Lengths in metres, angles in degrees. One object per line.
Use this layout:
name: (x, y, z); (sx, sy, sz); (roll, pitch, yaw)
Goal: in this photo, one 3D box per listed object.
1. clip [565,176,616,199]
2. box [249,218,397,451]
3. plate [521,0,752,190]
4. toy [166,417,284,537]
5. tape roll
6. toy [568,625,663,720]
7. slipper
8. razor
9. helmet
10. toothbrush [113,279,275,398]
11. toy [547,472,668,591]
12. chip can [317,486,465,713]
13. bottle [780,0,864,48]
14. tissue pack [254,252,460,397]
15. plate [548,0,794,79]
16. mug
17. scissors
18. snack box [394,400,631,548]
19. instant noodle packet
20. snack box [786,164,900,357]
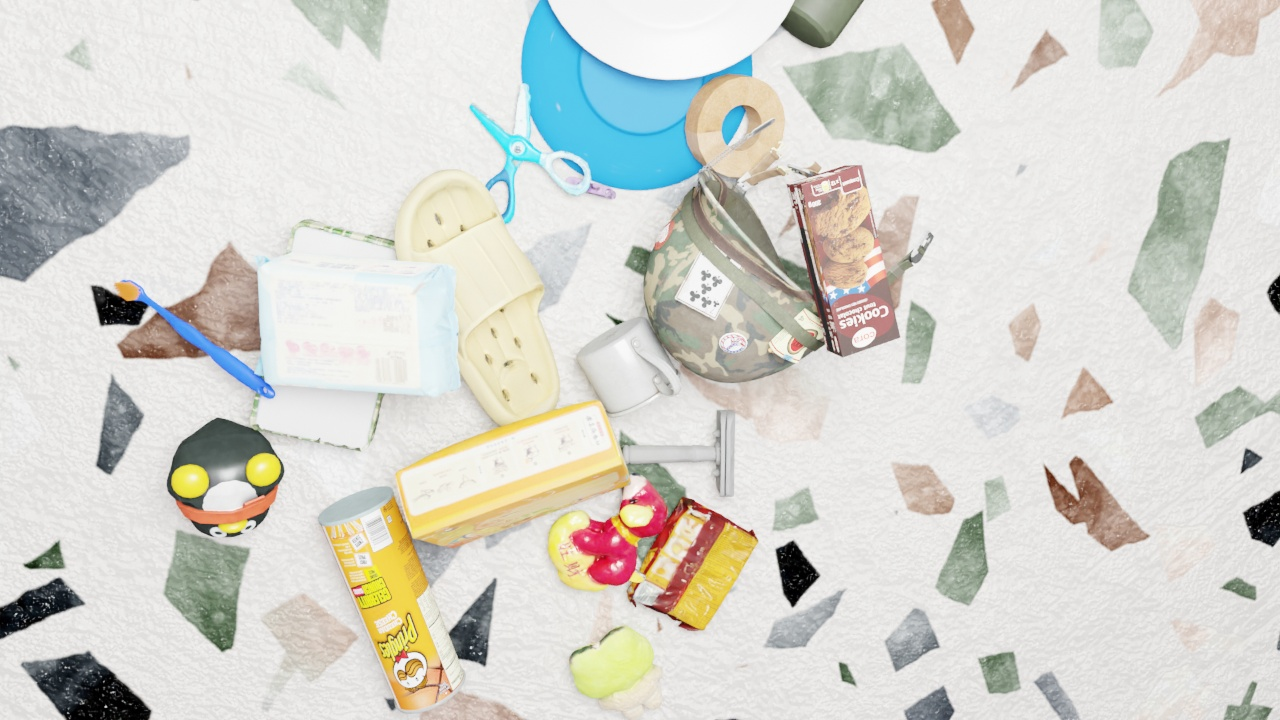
clip: (-0.044, -0.166, 0.891); (0.050, 0.046, 0.014); (19, 98, 32)
box: (-0.289, -0.022, 0.867); (0.117, 0.050, 0.205); (12, 100, -14)
plate: (0.000, -0.275, 0.869); (0.224, 0.024, 0.224); (-2, 102, -9)
toy: (-0.387, 0.119, 0.859); (0.097, 0.099, 0.119); (-8, 128, -26)
tape roll: (0.091, -0.225, 0.880); (0.094, 0.027, 0.094); (-9, 115, -20)
toy: (-0.020, 0.341, 0.990); (0.092, 0.046, 0.115); (-32, 112, 0)
slipper: (-0.138, -0.047, 0.851); (0.111, 0.079, 0.261); (-31, 113, -25)
razor: (0.040, 0.097, 0.951); (0.116, 0.047, 0.088); (-1, 102, -1)
helmet: (0.113, -0.088, 0.836); (0.236, 0.192, 0.224); (-32, 147, 1)
toothbrush: (-0.406, -0.020, 0.836); (0.182, 0.018, 0.016); (36, 102, 5)
toy: (-0.029, 0.187, 0.947); (0.137, 0.067, 0.105); (-37, 97, 5)
chip can: (-0.245, 0.238, 0.915); (0.075, 0.075, 0.215); (-18, 104, -5)
bottle: (0.208, -0.395, 0.853); (0.071, 0.071, 0.207); (34, 95, -14)
tissue pack: (-0.248, -0.032, 0.797); (0.182, 0.069, 0.112); (5, 110, 6)
plate: (0.028, -0.374, 0.821); (0.242, 0.016, 0.242); (0, 89, 1)
mug: (-0.005, 0.005, 0.886); (0.084, 0.113, 0.070); (-37, 104, -27)
scissors: (-0.118, -0.188, 0.872); (0.134, 0.012, 0.134); (41, 102, -9)
snack box: (-0.115, 0.105, 0.868); (0.195, 0.145, 0.080); (-19, 75, -2)
instant noodle packet: (0.054, 0.220, 0.978); (0.098, 0.039, 0.135); (29, 94, -13)
snack box: (0.161, -0.079, 0.727); (0.051, 0.032, 0.141); (-19, 105, -7)
